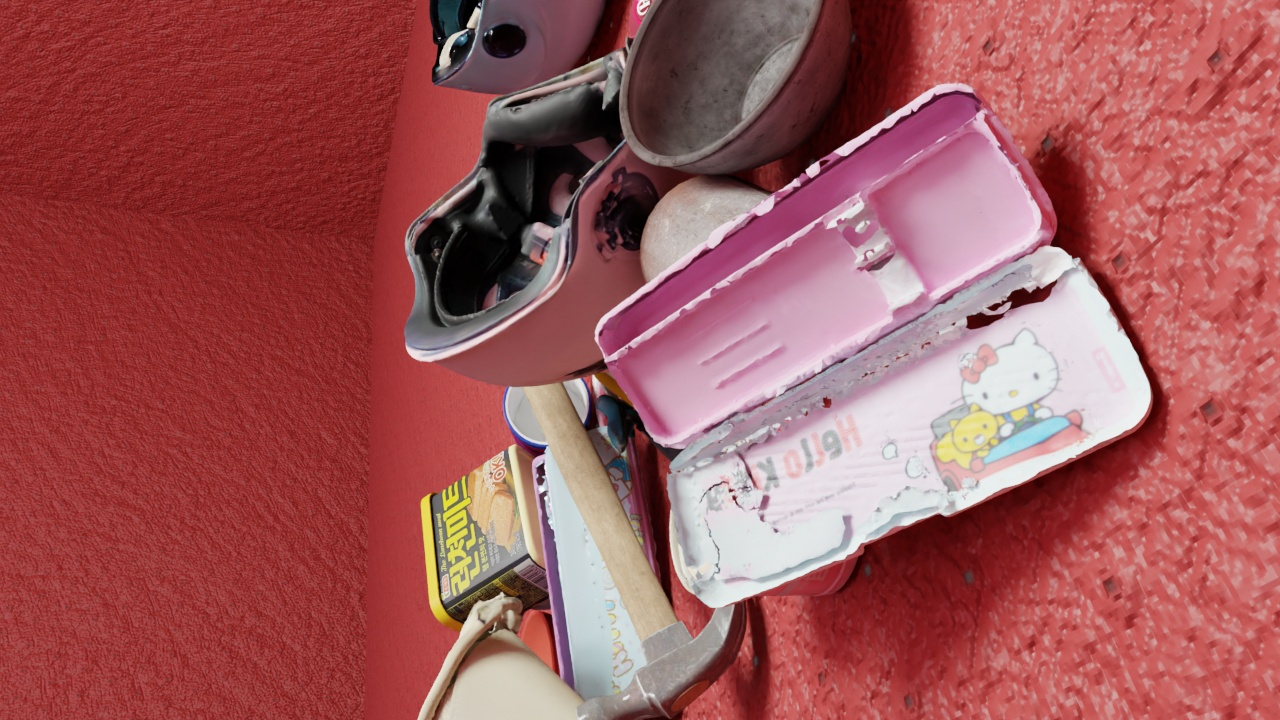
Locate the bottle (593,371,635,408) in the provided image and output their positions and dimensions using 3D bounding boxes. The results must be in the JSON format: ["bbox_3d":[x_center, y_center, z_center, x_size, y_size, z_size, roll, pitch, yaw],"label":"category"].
[{"bbox_3d":[-0.004,0.004,0.679,0.186,0.053,0.053,-150,67,-67],"label":"bottle"}]

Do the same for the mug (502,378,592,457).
[{"bbox_3d":[-0.074,0.030,0.814,0.076,0.075,0.111,99,-169,-74],"label":"mug"}]

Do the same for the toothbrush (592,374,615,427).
[{"bbox_3d":[-0.027,0.050,0.777,0.016,0.021,0.134,-36,54,49],"label":"toothbrush"}]

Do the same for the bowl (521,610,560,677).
[{"bbox_3d":[-0.080,0.289,0.835,0.122,0.035,0.122,-175,90,-69],"label":"bowl"}]

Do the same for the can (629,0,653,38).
[{"bbox_3d":[0.037,-0.233,0.615,0.114,0.063,0.063,-155,71,-68],"label":"can"}]

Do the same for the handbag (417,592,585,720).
[{"bbox_3d":[-0.037,0.281,0.595,0.229,0.131,0.184,35,113,26],"label":"handbag"}]

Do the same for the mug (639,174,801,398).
[{"bbox_3d":[0.060,-0.034,0.499,0.110,0.096,0.123,-118,13,-64],"label":"mug"}]

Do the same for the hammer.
[{"bbox_3d":[-0.029,0.100,0.632,0.031,0.119,0.331,62,177,-37],"label":"hammer"}]

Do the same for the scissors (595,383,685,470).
[{"bbox_3d":[-0.002,0.046,0.665,0.019,0.121,0.150,-67,-17,11],"label":"scissors"}]

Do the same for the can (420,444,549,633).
[{"bbox_3d":[-0.120,0.151,0.773,0.101,0.072,0.130,-33,44,13],"label":"can"}]

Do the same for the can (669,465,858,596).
[{"bbox_3d":[0.062,0.084,0.461,0.067,0.076,0.067,-175,91,-68],"label":"can"}]

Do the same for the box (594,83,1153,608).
[{"bbox_3d":[0.081,0.000,0.381,0.202,0.058,0.155,-32,75,31],"label":"box"}]

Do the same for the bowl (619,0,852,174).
[{"bbox_3d":[0.061,-0.161,0.501,0.145,0.067,0.144,-24,56,41],"label":"bowl"}]

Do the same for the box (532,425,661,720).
[{"bbox_3d":[-0.018,0.161,0.694,0.093,0.089,0.214,-19,65,18],"label":"box"}]

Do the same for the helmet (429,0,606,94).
[{"bbox_3d":[-0.115,-0.383,0.895,0.266,0.166,0.225,134,135,-61],"label":"helmet"}]

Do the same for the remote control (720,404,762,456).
[{"bbox_3d":[0.059,0.039,0.570,0.050,0.011,0.135,166,108,-68],"label":"remote control"}]

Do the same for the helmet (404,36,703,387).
[{"bbox_3d":[-0.051,-0.083,0.638,0.231,0.152,0.254,-9,52,44],"label":"helmet"}]

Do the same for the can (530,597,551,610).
[{"bbox_3d":[-0.094,0.158,0.853,0.132,0.070,0.070,-107,30,-44],"label":"can"}]
